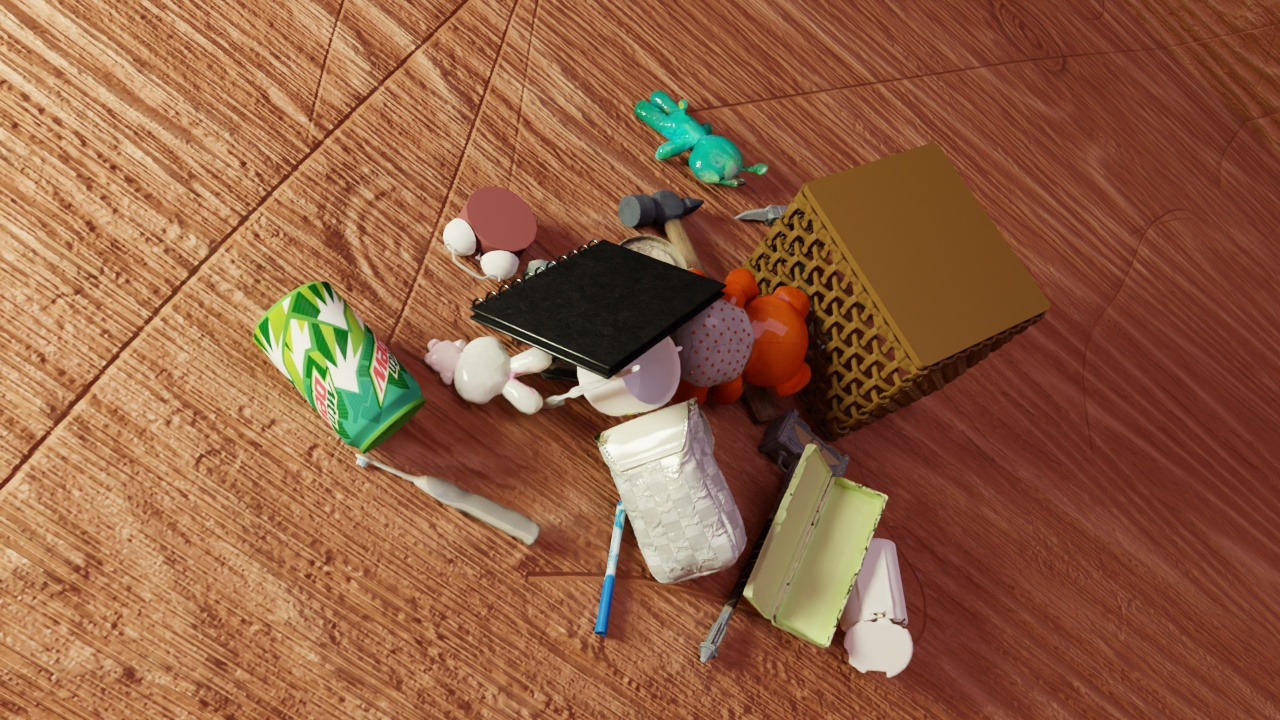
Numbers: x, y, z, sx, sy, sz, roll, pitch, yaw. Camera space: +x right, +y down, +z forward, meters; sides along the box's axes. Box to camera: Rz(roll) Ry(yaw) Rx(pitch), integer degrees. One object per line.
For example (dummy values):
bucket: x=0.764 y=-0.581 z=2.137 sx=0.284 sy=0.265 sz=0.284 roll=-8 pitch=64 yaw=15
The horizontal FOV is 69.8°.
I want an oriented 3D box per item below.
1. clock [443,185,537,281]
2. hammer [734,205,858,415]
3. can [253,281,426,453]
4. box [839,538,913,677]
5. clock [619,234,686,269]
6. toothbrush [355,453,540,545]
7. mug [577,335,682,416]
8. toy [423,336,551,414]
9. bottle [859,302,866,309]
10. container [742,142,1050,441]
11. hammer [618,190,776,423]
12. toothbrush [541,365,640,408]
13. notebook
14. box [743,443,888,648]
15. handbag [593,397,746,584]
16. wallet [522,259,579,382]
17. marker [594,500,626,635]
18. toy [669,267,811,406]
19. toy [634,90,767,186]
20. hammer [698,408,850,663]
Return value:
clock: x=-0.163 y=-0.138 z=1.002 sx=0.087 sy=0.044 sz=0.124 roll=34 pitch=50 yaw=-13
hammer: x=0.226 y=-0.072 z=1.235 sx=0.146 sy=0.028 sz=0.316 roll=-3 pitch=65 yaw=-28
can: x=-0.268 y=0.006 z=0.823 sx=0.144 sy=0.083 sz=0.082 roll=48 pitch=49 yaw=-1
box: x=0.256 y=0.274 z=1.017 sx=0.081 sy=0.092 sz=0.159 roll=-4 pitch=64 yaw=-1
clock: x=0.008 y=-0.077 z=1.070 sx=0.093 sy=0.055 sz=0.140 roll=-7 pitch=73 yaw=-13
toothbrush: x=-0.178 y=0.126 z=0.856 sx=0.185 sy=0.024 sz=0.022 roll=28 pitch=13 yaw=-17
mug: x=-0.006 y=0.006 z=0.950 sx=0.115 sy=0.068 sz=0.094 roll=-24 pitch=96 yaw=-43
toy: x=-0.155 y=0.010 z=0.923 sx=0.125 sy=0.037 sz=0.075 roll=12 pitch=67 yaw=-2
bottle: x=0.386 y=-0.117 z=1.349 sx=0.173 sy=0.055 sz=0.055 roll=-27 pitch=81 yaw=-42
container: x=0.294 y=-0.083 z=1.120 sx=0.219 sy=0.215 sz=0.251 roll=-21 pitch=73 yaw=-26
hammer: x=0.089 y=-0.070 z=1.139 sx=0.129 sy=0.040 sz=0.321 roll=-13 pitch=73 yaw=-42
toothbrush: x=-0.048 y=0.027 z=0.894 sx=0.010 sy=0.182 sz=0.010 roll=3 pitch=75 yaw=-35
notebook: x=-0.039 y=-0.062 z=0.930 sx=0.169 sy=0.019 sz=0.230 roll=23 pitch=34 yaw=23
box: x=0.185 y=0.200 z=0.995 sx=0.133 sy=0.061 sz=0.187 roll=35 pitch=66 yaw=-18
handbag: x=0.039 y=0.134 z=0.940 sx=0.171 sy=0.113 sz=0.123 roll=70 pitch=17 yaw=3
wallet: x=-0.077 y=-0.042 z=1.001 sx=0.100 sy=0.054 sz=0.131 roll=13 pitch=57 yaw=-41
marker: x=-0.028 y=0.204 z=0.917 sx=0.013 sy=0.013 sz=0.141 roll=25 pitch=53 yaw=-20
toy: x=0.112 y=-0.024 z=1.050 sx=0.172 sy=0.093 sz=0.164 roll=-1 pitch=96 yaw=-18
toy: x=0.078 y=-0.299 z=1.243 sx=0.193 sy=0.073 sz=0.130 roll=41 pitch=49 yaw=5
hammer: x=0.136 y=0.197 z=1.014 sx=0.098 sy=0.044 sz=0.321 roll=41 pitch=52 yaw=-7
